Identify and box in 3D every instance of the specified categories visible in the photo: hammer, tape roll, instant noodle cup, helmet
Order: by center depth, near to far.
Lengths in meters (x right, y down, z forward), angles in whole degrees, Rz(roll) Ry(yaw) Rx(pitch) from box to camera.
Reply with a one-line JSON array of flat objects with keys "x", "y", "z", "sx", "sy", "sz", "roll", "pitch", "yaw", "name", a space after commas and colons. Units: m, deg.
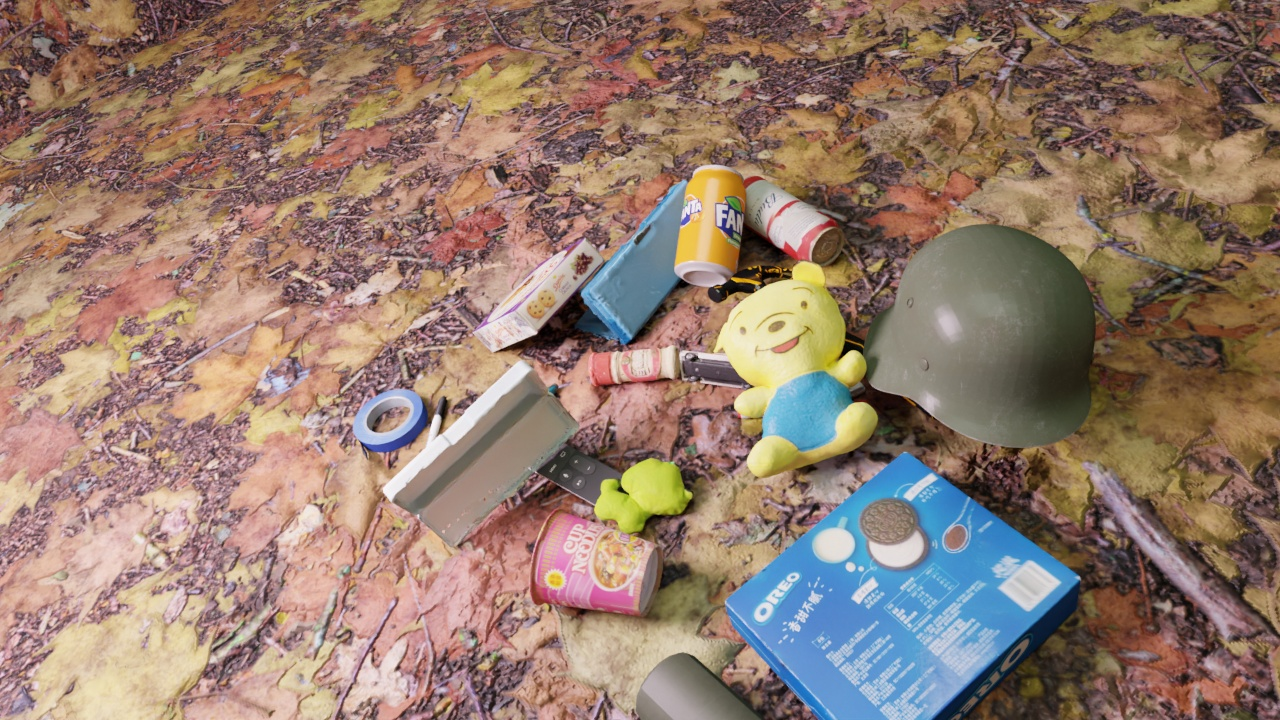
[{"x": -0.040, "y": 0.203, "z": 0.896, "sx": 0.109, "sy": 0.098, "sz": 0.097, "roll": 9, "pitch": 51, "yaw": 17, "name": "instant noodle cup"}, {"x": 0.347, "y": -0.041, "z": 0.905, "sx": 0.227, "sy": 0.154, "sz": 0.267, "roll": -2, "pitch": 43, "yaw": 0, "name": "helmet"}, {"x": 0.224, "y": -0.030, "z": 1.049, "sx": 0.123, "sy": 0.036, "sz": 0.321, "roll": -23, "pitch": 43, "yaw": -32, "name": "hammer"}, {"x": -0.318, "y": 0.076, "z": 1.165, "sx": 0.093, "sy": 0.016, "sz": 0.091, "roll": -26, "pitch": 45, "yaw": -6, "name": "tape roll"}]

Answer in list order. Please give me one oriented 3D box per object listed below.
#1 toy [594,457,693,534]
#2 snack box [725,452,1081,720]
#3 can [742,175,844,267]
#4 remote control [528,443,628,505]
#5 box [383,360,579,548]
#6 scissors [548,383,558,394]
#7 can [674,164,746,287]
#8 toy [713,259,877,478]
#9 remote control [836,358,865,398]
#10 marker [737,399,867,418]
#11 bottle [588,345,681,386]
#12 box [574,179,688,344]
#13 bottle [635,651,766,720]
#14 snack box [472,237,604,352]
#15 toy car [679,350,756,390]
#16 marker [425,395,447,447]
[{"x": 0.003, "y": 0.143, "z": 0.971, "sx": 0.094, "sy": 0.036, "sz": 0.093, "roll": 27, "pitch": 71, "yaw": 19, "name": "toy"}, {"x": 0.226, "y": 0.216, "z": 0.809, "sx": 0.238, "sy": 0.056, "sz": 0.195, "roll": -36, "pitch": 46, "yaw": -14, "name": "snack box"}, {"x": 0.187, "y": -0.182, "z": 1.194, "sx": 0.067, "sy": 0.067, "sz": 0.170, "roll": -34, "pitch": 46, "yaw": -14, "name": "can"}, {"x": -0.077, "y": 0.122, "z": 1.025, "sx": 0.147, "sy": 0.008, "sz": 0.045, "roll": 24, "pitch": 68, "yaw": 28, "name": "remote control"}, {"x": -0.167, "y": 0.100, "z": 0.981, "sx": 0.197, "sy": 0.136, "sz": 0.049, "roll": -43, "pitch": 47, "yaw": -7, "name": "box"}, {"x": -0.157, "y": 0.066, "z": 1.110, "sx": 0.128, "sy": 0.019, "sz": 0.153, "roll": -16, "pitch": 40, "yaw": -2, "name": "scissors"}, {"x": 0.091, "y": -0.171, "z": 1.176, "sx": 0.079, "sy": 0.079, "sz": 0.142, "roll": 3, "pitch": 74, "yaw": 22, "name": "can"}, {"x": 0.161, "y": 0.012, "z": 0.975, "sx": 0.149, "sy": 0.084, "sz": 0.213, "roll": -20, "pitch": 63, "yaw": 8, "name": "toy"}, {"x": 0.209, "y": -0.001, "z": 1.052, "sx": 0.033, "sy": 0.012, "sz": 0.131, "roll": -26, "pitch": 44, "yaw": -6, "name": "remote control"}, {"x": 0.178, "y": 0.055, "z": 1.012, "sx": 0.142, "sy": 0.013, "sz": 0.012, "roll": -5, "pitch": 47, "yaw": 16, "name": "marker"}, {"x": -0.007, "y": 0.006, "z": 1.102, "sx": 0.109, "sy": 0.044, "sz": 0.044, "roll": -5, "pitch": 46, "yaw": 15, "name": "bottle"}, {"x": -0.001, "y": -0.127, "z": 1.219, "sx": 0.102, "sy": 0.094, "sz": 0.230, "roll": -10, "pitch": 38, "yaw": 54, "name": "box"}, {"x": 0.086, "y": 0.326, "z": 0.743, "sx": 0.071, "sy": 0.071, "sz": 0.207, "roll": -41, "pitch": 48, "yaw": -20, "name": "bottle"}, {"x": -0.132, "y": -0.082, "z": 1.181, "sx": 0.143, "sy": 0.040, "sz": 0.148, "roll": -50, "pitch": 17, "yaw": -28, "name": "snack box"}, {"x": 0.102, "y": 0.008, "z": 1.067, "sx": 0.113, "sy": 0.039, "sz": 0.038, "roll": 8, "pitch": 31, "yaw": 26, "name": "toy car"}, {"x": -0.257, "y": 0.103, "z": 1.123, "sx": 0.011, "sy": 0.011, "sz": 0.151, "roll": -7, "pitch": 47, "yaw": 13, "name": "marker"}]
